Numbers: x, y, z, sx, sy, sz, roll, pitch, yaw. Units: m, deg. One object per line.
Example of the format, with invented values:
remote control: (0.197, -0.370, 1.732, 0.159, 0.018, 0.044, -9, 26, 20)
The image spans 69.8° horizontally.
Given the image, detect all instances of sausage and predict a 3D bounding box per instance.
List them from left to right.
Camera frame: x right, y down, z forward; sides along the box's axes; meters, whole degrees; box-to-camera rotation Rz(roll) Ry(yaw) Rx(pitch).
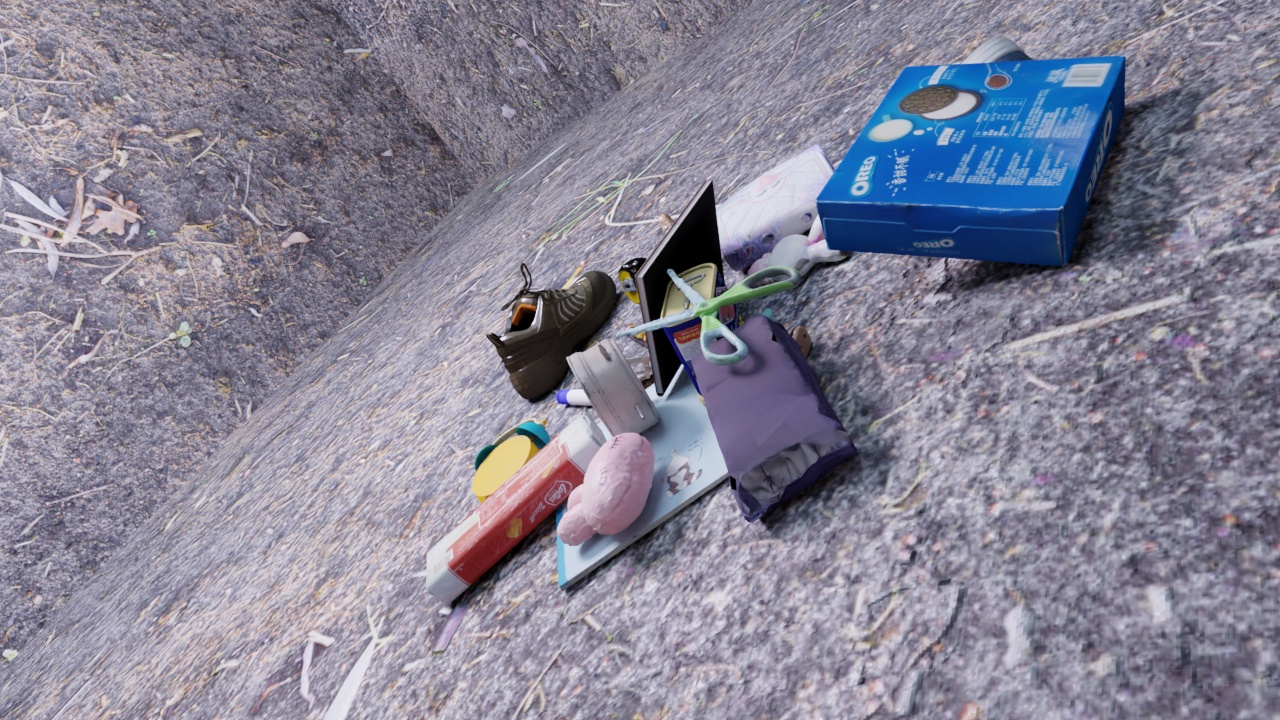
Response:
sausage: (0.008, -0.026, 1.090, 0.020, 0.020, 0.155, -42, 21, -7)

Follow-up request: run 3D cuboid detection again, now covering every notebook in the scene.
notebook: (-0.009, 0.098, 0.876, 0.181, 0.009, 0.253, -36, 20, 7)
notebook: (0.048, -0.081, 0.966, 0.008, 0.141, 0.208, 6, 38, 23)

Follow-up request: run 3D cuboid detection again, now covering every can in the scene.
can: (0.065, -0.029, 0.882, 0.057, 0.092, 0.116, -21, 26, 19)

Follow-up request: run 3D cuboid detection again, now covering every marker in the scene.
marker: (-0.056, 0.042, 1.058, 0.020, 0.020, 0.142, -49, 23, -24)

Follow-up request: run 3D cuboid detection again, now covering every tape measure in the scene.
tape measure: (-0.003, -0.103, 1.206, 0.034, 0.062, 0.061, -31, 13, -26)

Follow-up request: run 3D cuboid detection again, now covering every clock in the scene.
clock: (-0.146, 0.116, 1.027, 0.099, 0.044, 0.129, -32, 29, 20)
clock: (-0.020, 0.028, 0.908, 0.061, 0.103, 0.157, -31, -6, 0)

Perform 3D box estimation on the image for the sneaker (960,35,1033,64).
sneaker: (0.313, -0.227, 0.942, 0.235, 0.087, 0.079, -41, 55, 5)

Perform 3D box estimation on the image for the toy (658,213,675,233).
toy: (0.044, -0.120, 1.171, 0.085, 0.074, 0.105, 115, 169, -61)

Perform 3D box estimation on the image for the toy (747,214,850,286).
toy: (0.166, -0.112, 0.977, 0.123, 0.038, 0.079, -26, 36, 29)

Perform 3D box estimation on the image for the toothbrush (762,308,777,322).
toothbrush: (0.119, -0.008, 0.874, 0.022, 0.017, 0.134, -27, 26, 28)

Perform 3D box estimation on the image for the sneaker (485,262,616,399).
sneaker: (-0.136, -0.071, 1.250, 0.101, 0.143, 0.237, -20, 28, 42)

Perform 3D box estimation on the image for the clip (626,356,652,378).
clip: (-0.005, 0.003, 1.011, 0.055, 0.045, 0.102, -12, -4, -45)

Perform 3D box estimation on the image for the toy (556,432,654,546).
toy: (-0.031, 0.115, 0.794, 0.105, 0.053, 0.108, -45, 18, 29)

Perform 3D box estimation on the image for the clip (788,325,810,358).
clip: (0.136, -0.005, 0.823, 0.059, 0.026, 0.052, -37, 23, 6)

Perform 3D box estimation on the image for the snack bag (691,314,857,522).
snack bag: (0.097, 0.036, 0.733, 0.096, 0.058, 0.205, -35, 28, 11)

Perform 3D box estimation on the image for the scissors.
scissors: (0.057, -0.043, 0.796, 0.172, 0.023, 0.172, -19, 41, 15)

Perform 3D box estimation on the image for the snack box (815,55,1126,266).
snack box: (0.287, -0.178, 0.787, 0.196, 0.056, 0.238, 9, 48, 34)

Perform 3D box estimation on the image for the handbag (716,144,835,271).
handbag: (0.163, -0.181, 1.086, 0.159, 0.069, 0.126, -29, 24, 18)

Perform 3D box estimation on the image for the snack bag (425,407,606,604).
snack bag: (-0.122, 0.144, 0.909, 0.225, 0.041, 0.077, -41, 20, 3)
